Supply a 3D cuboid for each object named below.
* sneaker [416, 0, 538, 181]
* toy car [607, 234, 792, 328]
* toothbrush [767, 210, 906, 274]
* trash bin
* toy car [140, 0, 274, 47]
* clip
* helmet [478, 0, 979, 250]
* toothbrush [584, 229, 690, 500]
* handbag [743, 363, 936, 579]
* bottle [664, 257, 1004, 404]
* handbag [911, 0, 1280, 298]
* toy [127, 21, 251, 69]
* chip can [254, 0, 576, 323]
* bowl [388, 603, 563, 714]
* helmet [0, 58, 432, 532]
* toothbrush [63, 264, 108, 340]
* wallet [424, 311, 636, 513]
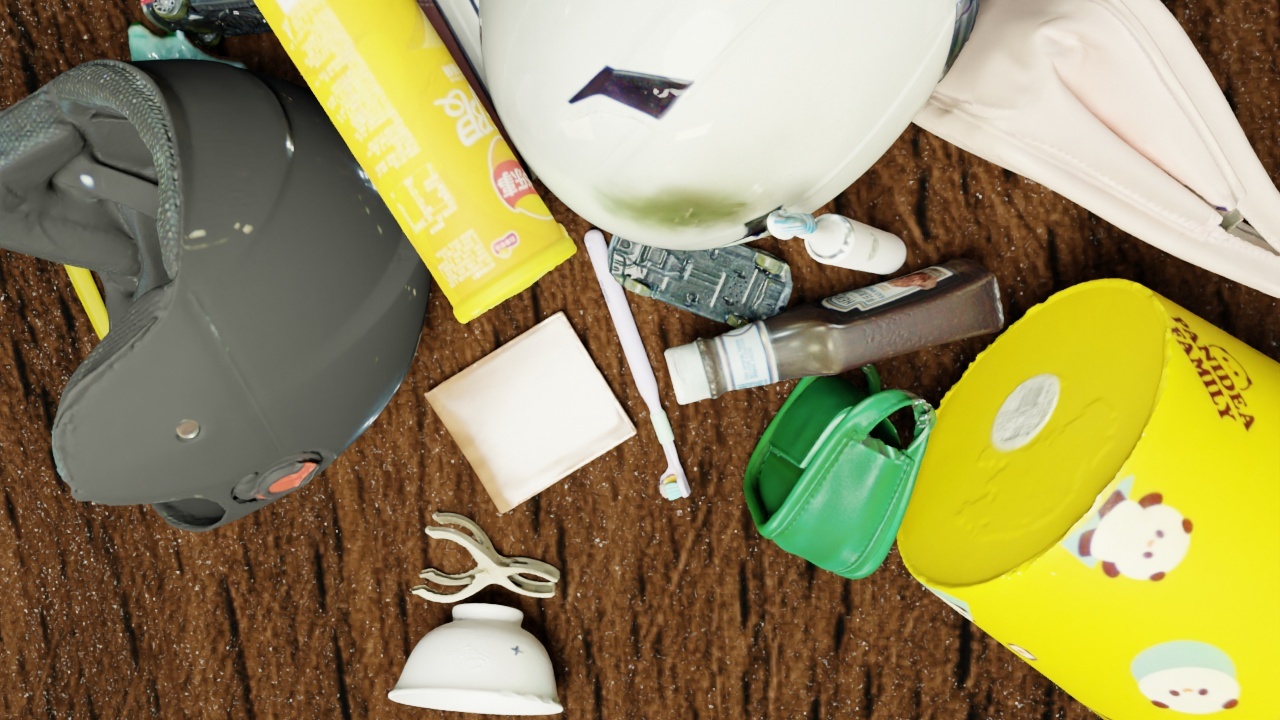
[{"bbox_3d":[-0.141,-0.203,0.545,0.087,0.118,0.241,-33,102,-9],"label":"sneaker"},{"bbox_3d":[0.038,-0.058,0.588,0.120,0.036,0.054,20,104,-8],"label":"toy car"},{"bbox_3d":[0.108,-0.063,0.487,0.026,0.220,0.027,0,92,27],"label":"toothbrush"},{"bbox_3d":[0.293,0.102,0.479,0.255,0.229,0.230,32,103,-7],"label":"trash bin"},{"bbox_3d":[-0.248,-0.229,0.576,0.120,0.053,0.045,-7,85,2],"label":"toy car"},{"bbox_3d":[-0.118,0.154,0.652,0.102,0.035,0.095,39,99,-10],"label":"clip"},{"bbox_3d":[0.049,-0.155,0.444,0.275,0.156,0.230,-34,135,27],"label":"helmet"},{"bbox_3d":[-0.004,0.004,0.614,0.021,0.029,0.189,-23,99,-30],"label":"toothbrush"},{"bbox_3d":[0.120,0.060,0.555,0.068,0.131,0.120,29,100,-4],"label":"handbag"},{"bbox_3d":[0.112,-0.016,0.557,0.195,0.079,0.044,-16,104,2],"label":"bottle"},{"bbox_3d":[0.260,-0.104,0.483,0.234,0.193,0.093,32,110,-9],"label":"handbag"},{"bbox_3d":[-0.294,-0.172,0.590,0.096,0.030,0.092,4,132,3],"label":"toy"},{"bbox_3d":[-0.118,-0.125,0.458,0.072,0.072,0.213,-32,97,11],"label":"chip can"},{"bbox_3d":[-0.110,0.206,0.637,0.118,0.118,0.064,0,63,6],"label":"bowl"},{"bbox_3d":[-0.238,-0.036,0.529,0.233,0.229,0.275,50,138,29],"label":"helmet"},{"bbox_3d":[-0.381,-0.015,0.653,0.016,0.016,0.190,-18,99,9],"label":"toothbrush"},{"bbox_3d":[-0.075,0.036,0.629,0.115,0.020,0.101,-30,96,9],"label":"wallet"}]
